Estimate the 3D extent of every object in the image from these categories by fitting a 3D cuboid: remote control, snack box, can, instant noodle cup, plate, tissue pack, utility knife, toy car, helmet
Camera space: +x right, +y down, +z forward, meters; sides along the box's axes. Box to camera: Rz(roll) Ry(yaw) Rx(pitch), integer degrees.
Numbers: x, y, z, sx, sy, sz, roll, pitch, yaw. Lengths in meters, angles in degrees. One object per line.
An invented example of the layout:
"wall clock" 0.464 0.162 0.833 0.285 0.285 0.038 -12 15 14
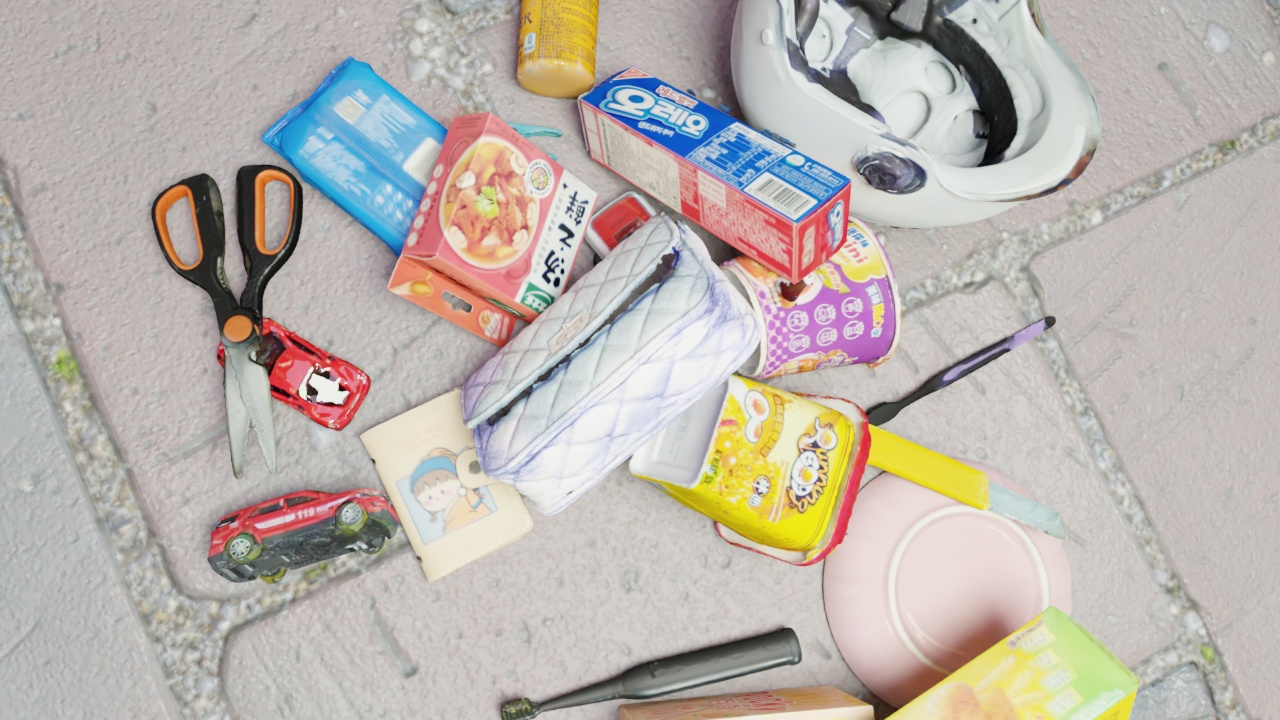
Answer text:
"remote control" 0.017 -0.061 0.678 0.055 0.020 0.136 -39 89 -22
"snack box" 0.068 0.243 0.615 0.157 0.084 0.026 -3 79 -8
"can" -0.059 -0.273 0.682 0.058 0.058 0.146 4 82 -7
"instant noodle cup" 0.109 -0.038 0.639 0.099 0.112 0.111 -15 84 -18
"plate" 0.231 0.166 0.669 0.192 0.039 0.192 1 82 -7
"snack box" 0.045 -0.132 0.624 0.057 0.058 0.207 -39 56 -21
"tissue pack" -0.179 -0.137 0.651 0.157 0.052 0.094 38 77 -1
"utility knife" 0.204 0.080 0.662 0.207 0.015 0.033 23 81 14
"toy car" -0.242 0.007 0.635 0.106 0.031 0.049 30 78 0
"toy car" -0.223 0.112 0.611 0.120 0.053 0.045 -13 59 -5
"helmet" 0.173 -0.190 0.651 0.258 0.146 0.228 33 62 -7
"snack box" 0.208 0.272 0.591 0.210 0.158 0.070 -29 44 -10
"instant noodle cup" 0.069 0.062 0.609 0.123 0.116 0.116 26 78 -32
"snack box" -0.096 -0.083 0.626 0.113 0.044 0.127 30 75 -47

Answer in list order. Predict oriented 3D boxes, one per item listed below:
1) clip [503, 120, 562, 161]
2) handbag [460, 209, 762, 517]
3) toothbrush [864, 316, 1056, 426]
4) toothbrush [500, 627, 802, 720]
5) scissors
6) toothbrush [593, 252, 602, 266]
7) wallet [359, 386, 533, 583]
"clip" -0.087 -0.166 0.687 0.056 0.014 0.040 11 80 -5
"handbag" -0.025 -0.003 0.590 0.194 0.134 0.075 -40 121 7
"toothbrush" 0.246 0.008 0.708 0.188 0.017 0.014 -26 98 -13
"toothbrush" 0.008 0.222 0.639 0.212 0.027 0.026 -10 46 -9
"scissors" -0.284 -0.030 0.621 0.162 0.022 0.233 11 72 3
"toothbrush" -0.004 0.004 0.674 0.015 0.018 0.181 -17 83 -2
"wallet" -0.132 0.085 0.643 0.087 0.024 0.115 -26 85 -5
